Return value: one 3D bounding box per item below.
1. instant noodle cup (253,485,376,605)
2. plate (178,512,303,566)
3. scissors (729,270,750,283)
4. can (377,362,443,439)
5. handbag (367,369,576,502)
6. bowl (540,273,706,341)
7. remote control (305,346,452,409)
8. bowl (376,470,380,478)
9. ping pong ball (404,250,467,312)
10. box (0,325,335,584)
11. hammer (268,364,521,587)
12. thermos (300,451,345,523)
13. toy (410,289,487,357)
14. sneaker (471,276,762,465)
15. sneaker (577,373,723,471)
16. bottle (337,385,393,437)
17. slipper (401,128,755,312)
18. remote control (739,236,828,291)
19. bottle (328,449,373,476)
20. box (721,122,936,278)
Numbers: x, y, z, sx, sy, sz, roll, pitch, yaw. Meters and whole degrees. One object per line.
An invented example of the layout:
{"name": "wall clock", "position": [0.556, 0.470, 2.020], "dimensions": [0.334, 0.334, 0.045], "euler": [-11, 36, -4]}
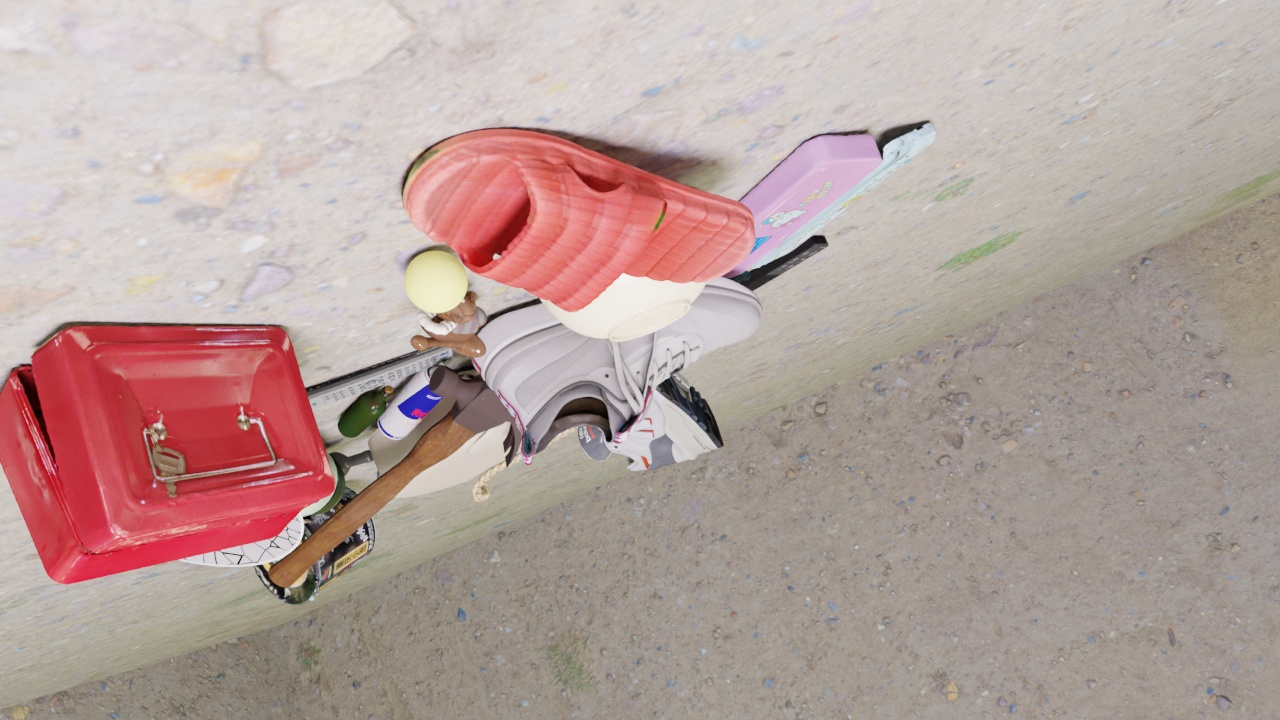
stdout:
{"name": "instant noodle cup", "position": [-0.415, 0.226, 1.172], "dimensions": [0.138, 0.137, 0.112], "euler": [-29, 177, 34]}
{"name": "plate", "position": [-0.353, 0.102, 0.706], "dimensions": [0.188, 0.016, 0.189], "euler": [3, 137, 3]}
{"name": "scissors", "position": [0.049, -0.068, 0.928], "dimensions": [0.124, 0.019, 0.148], "euler": [-24, 167, 14]}
{"name": "can", "position": [-0.210, 0.039, 0.854], "dimensions": [0.032, 0.032, 0.095], "euler": [-9, 154, -51]}
{"name": "handbag", "position": [-0.174, 0.080, 0.983], "dimensions": [0.209, 0.103, 0.210], "euler": [-34, 166, 33]}
{"name": "bowl", "position": [-0.007, -0.061, 0.697], "dimensions": [0.150, 0.075, 0.151], "euler": [-21, 169, -5]}
{"name": "remote control", "position": [-0.227, 0.014, 0.787], "dimensions": [0.136, 0.013, 0.033], "euler": [-19, 169, -14]}
{"name": "bowl", "position": [-0.274, 0.119, 1.124], "dimensions": [0.114, 0.045, 0.114], "euler": [-22, 169, -4]}
{"name": "ping pong ball", "position": [-0.131, -0.051, 0.590], "dimensions": [0.040, 0.040, 0.040], "euler": [-21, 169, -4]}
{"name": "box", "position": [-0.289, 0.055, 0.564], "dimensions": [0.111, 0.134, 0.157], "euler": [-31, 166, 26]}
{"name": "hammer", "position": [-0.239, 0.121, 0.866], "dimensions": [0.324, 0.033, 0.115], "euler": [-38, 130, 19]}
{"name": "thermos", "position": [-0.334, 0.108, 0.851], "dimensions": [0.082, 0.082, 0.232], "euler": [-21, 169, -8]}
{"name": "toy", "position": [-0.138, -0.029, 0.676], "dimensions": [0.055, 0.041, 0.101], "euler": [-63, 174, 5]}
{"name": "sneaker", "position": [-0.005, 0.005, 0.791], "dimensions": [0.262, 0.128, 0.097], "euler": [-14, 155, -15]}
{"name": "sneaker", "position": [-0.016, 0.051, 0.957], "dimensions": [0.124, 0.088, 0.240], "euler": [-31, 132, 17]}
{"name": "bottle", "position": [-0.254, 0.045, 0.856], "dimensions": [0.025, 0.025, 0.106], "euler": [-13, 166, -42]}
{"name": "slipper", "position": [-0.025, -0.069, 0.549], "dimensions": [0.248, 0.059, 0.104], "euler": [7, 148, -40]}
{"name": "remote control", "position": [0.133, -0.093, 0.988], "dimensions": [0.150, 0.013, 0.034], "euler": [-31, 166, 38]}
{"name": "bottle", "position": [-0.339, 0.117, 0.986], "dimensions": [0.113, 0.030, 0.030], "euler": [-17, 170, 10]}
{"name": "box", "position": [0.137, -0.130, 0.780], "dimensions": [0.150, 0.035, 0.215], "euler": [-20, 170, -34]}
